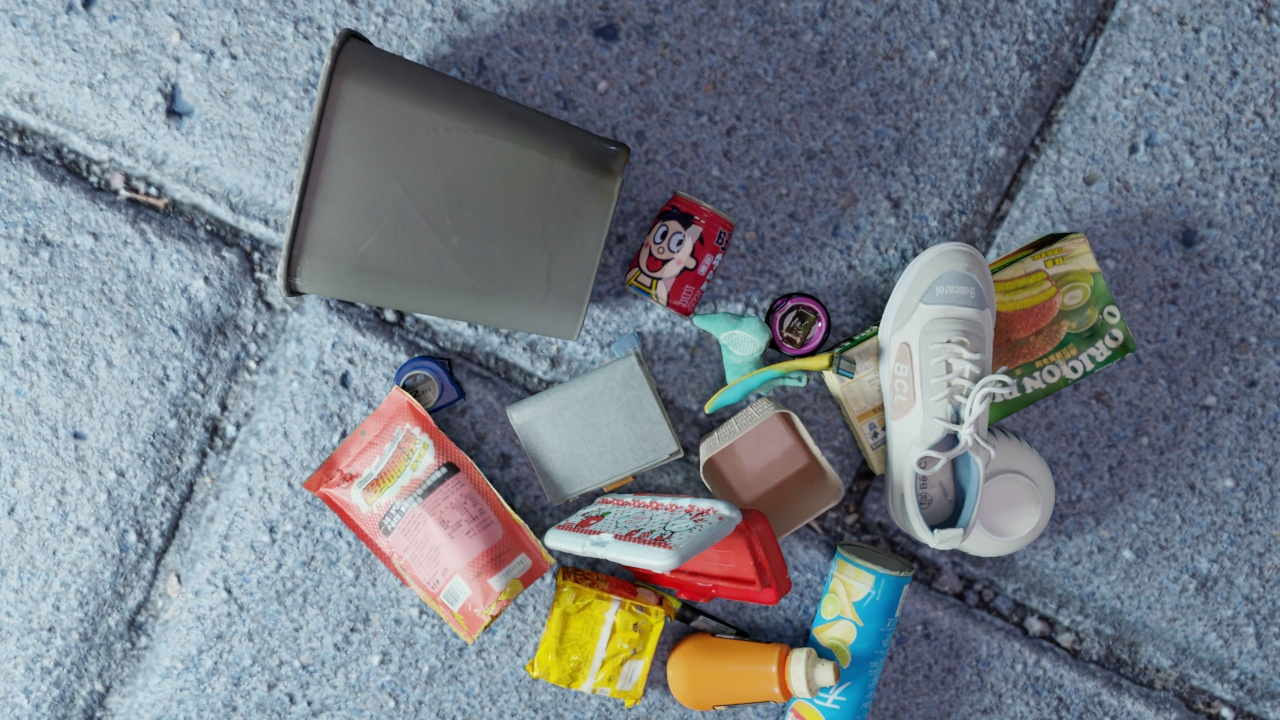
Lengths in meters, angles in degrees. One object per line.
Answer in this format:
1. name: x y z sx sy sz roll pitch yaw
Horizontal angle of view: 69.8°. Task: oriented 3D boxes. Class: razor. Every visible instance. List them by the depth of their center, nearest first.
1. razor: 0.111 0.018 0.762 0.133 0.043 0.028 -20 76 28

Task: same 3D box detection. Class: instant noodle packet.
1. instant noodle packet: -0.037 0.247 0.816 0.111 0.044 0.129 18 117 0

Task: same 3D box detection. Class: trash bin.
1. trash bin: -0.136 -0.122 0.720 0.219 0.198 0.199 15 98 -9

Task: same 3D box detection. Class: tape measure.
1. tape measure: 0.136 -0.030 0.796 0.057 0.039 0.058 27 96 -2
2. tape measure: -0.189 0.022 0.812 0.058 0.025 0.054 -25 95 2

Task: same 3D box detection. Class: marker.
1. marker: 0.045 0.234 0.842 0.124 0.015 0.018 26 97 -6

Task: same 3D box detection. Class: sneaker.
1. sneaker: 0.235 0.029 0.713 0.089 0.090 0.242 2 97 0

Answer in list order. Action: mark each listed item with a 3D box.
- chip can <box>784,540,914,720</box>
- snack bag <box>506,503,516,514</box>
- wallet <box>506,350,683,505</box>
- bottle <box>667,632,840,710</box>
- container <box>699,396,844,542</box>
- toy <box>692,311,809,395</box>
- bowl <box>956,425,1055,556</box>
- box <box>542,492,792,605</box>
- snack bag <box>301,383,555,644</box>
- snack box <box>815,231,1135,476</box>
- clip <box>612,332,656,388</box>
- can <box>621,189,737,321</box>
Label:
1. chip can: 0.179 0.271 0.816 0.071 0.071 0.210 15 96 -1
2. snack bag: -0.157 0.163 0.828 0.105 0.026 0.045 -17 91 0
3. wallet: -0.038 0.063 0.808 0.130 0.037 0.106 -23 96 14
4. bottle: 0.099 0.270 0.796 0.150 0.066 0.067 -9 97 27
5. container: 0.103 0.088 0.774 0.090 0.111 0.090 -35 95 4
6. toy: 0.096 -0.003 0.786 0.096 0.030 0.092 6 133 21
7. bowl: 0.307 0.118 0.799 0.116 0.066 0.116 0 97 0
8. box: 0.014 0.161 0.734 0.100 0.201 0.094 -26 99 -32
9. snack bag: -0.179 0.134 0.786 0.208 0.073 0.129 45 97 6
10. snack box: 0.281 -0.006 0.786 0.240 0.063 0.114 -28 96 3
11. clip: -0.004 0.005 0.812 0.026 0.037 0.058 -23 97 0
12. can: 0.034 -0.089 0.776 0.066 0.066 0.094 28 96 -3
